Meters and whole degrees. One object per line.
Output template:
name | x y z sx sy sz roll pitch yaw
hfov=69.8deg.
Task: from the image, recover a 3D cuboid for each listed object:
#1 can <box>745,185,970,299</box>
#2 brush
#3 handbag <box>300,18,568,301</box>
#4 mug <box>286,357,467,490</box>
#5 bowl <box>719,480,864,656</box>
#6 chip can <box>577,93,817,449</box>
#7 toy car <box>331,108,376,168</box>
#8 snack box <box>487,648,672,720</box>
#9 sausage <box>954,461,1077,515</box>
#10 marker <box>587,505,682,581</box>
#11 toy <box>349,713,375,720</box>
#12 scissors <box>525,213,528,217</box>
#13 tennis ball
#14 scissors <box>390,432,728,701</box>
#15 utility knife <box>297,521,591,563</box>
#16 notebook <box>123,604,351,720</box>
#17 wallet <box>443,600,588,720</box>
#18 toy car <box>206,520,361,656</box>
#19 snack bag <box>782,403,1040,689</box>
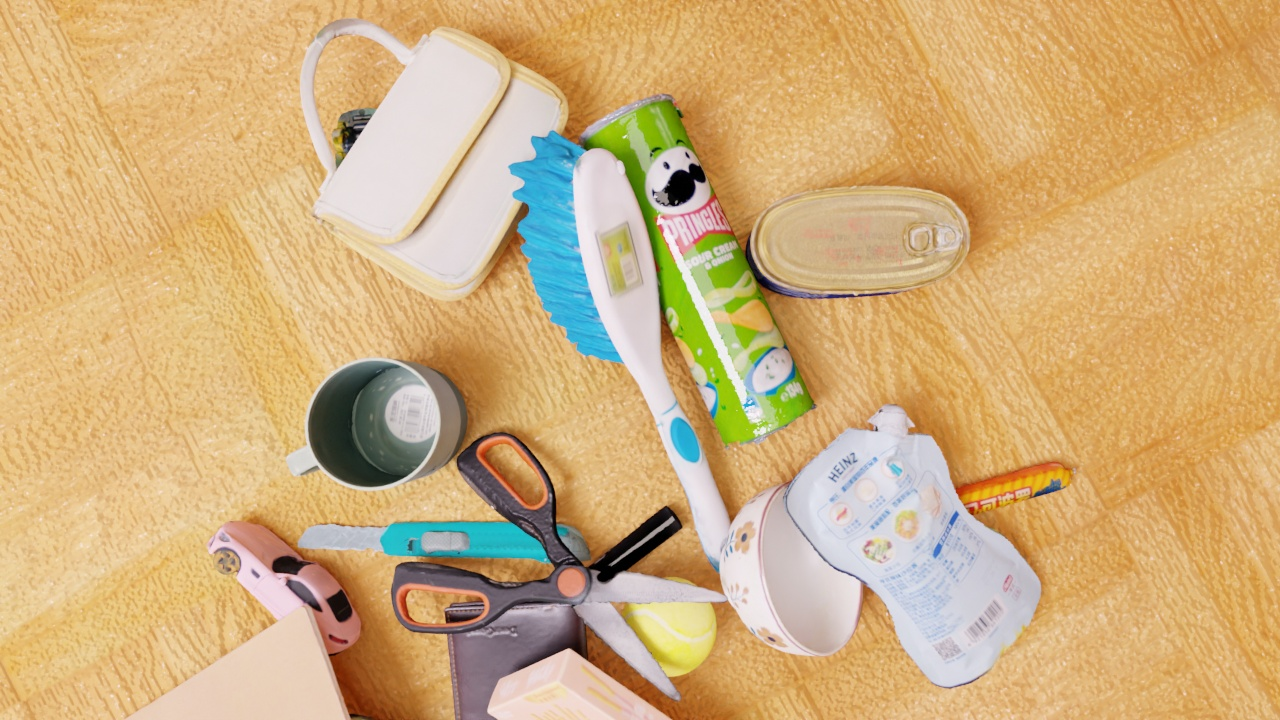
can | 0.148 -0.080 0.640 0.148 0.049 0.074 -3 88 1
brush | -0.004 0.004 0.619 0.060 0.110 0.315 -31 121 -31
handbag | -0.153 -0.148 0.613 0.178 0.063 0.163 31 80 -7
mug | -0.175 0.047 0.610 0.112 0.106 0.082 -26 88 -1
bowl | 0.094 0.141 0.616 0.062 0.113 0.113 -22 87 43
chip can | 0.040 -0.059 0.624 0.072 0.072 0.236 -25 91 -1
toy car | -0.192 -0.132 0.652 0.043 0.036 0.091 -2 85 -1
snack box | -0.014 0.247 0.595 0.157 0.026 0.085 39 133 -16
sausage | 0.228 0.099 0.646 0.165 0.021 0.021 -16 88 0
marker | -0.026 0.150 0.647 0.132 0.020 0.022 -38 68 -1
toy | -0.184 0.361 0.608 0.227 0.090 0.246 12 84 15
scissors | -0.024 -0.101 0.661 0.133 0.017 0.128 -10 86 -3
tennis ball | 0.019 0.180 0.624 0.065 0.065 0.065 0 88 1
scissors | -0.066 0.145 0.613 0.222 0.022 0.220 -27 66 -2
utility knife | -0.139 0.129 0.652 0.209 0.013 0.029 0 70 1
notebook | -0.266 0.272 0.602 0.208 0.008 0.147 -33 72 18
wallet | -0.083 0.224 0.635 0.096 0.020 0.122 -4 97 -1
toy car | -0.242 0.153 0.633 0.122 0.056 0.037 42 92 2
snack bag | 0.184 0.123 0.613 0.110 0.039 0.191 -41 102 -3
